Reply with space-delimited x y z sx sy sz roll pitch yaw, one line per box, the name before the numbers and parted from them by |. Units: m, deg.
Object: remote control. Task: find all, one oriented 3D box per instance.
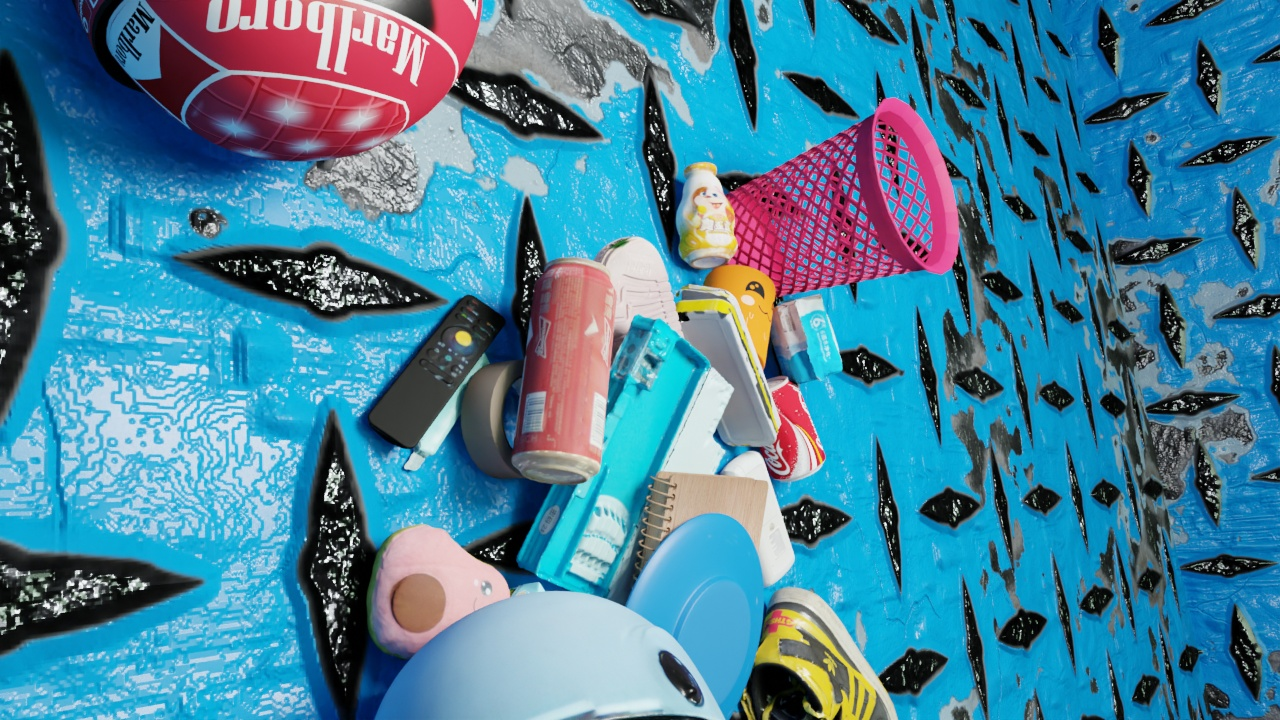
remote control | -0.153 0.006 0.700 0.041 0.020 0.151 36 49 -7
remote control | 0.124 0.166 0.967 0.060 0.026 0.138 -26 100 -50

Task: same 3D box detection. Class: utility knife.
utility knife | -0.147 0.037 0.703 0.022 0.015 0.120 35 51 -12

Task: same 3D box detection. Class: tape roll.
tape roll | -0.100 0.047 0.729 0.093 0.030 0.093 16 71 -57

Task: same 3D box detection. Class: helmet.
helmet | -0.067 0.242 0.586 0.166 0.225 0.265 58 4 38
helmet | -0.228 -0.238 0.560 0.270 0.198 0.224 -1 78 -41

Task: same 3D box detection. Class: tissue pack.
tissue pack | 0.184 -0.025 1.035 0.144 0.062 0.093 -57 130 -89

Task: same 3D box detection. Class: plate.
plate | 0.055 0.245 0.790 0.223 0.024 0.224 -11 104 -50

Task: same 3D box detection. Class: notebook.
notebook | 0.047 0.206 0.815 0.169 0.022 0.210 12 86 -51

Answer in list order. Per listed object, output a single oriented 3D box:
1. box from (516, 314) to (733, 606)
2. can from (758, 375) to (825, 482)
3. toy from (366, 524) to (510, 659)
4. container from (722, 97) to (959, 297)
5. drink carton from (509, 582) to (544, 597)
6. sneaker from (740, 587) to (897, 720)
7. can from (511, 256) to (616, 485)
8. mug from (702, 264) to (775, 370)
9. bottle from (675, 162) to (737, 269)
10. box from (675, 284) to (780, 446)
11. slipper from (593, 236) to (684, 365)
box | 0.007 0.100 0.789 0.182 0.039 0.226 39 72 -47
can | 0.156 0.075 1.002 0.064 0.064 0.105 -32 103 -49
toy | -0.139 0.164 0.643 0.110 0.051 0.090 24 65 -45
container | 0.198 -0.153 0.997 0.183 0.226 0.183 19 64 -45
drink carton | -0.066 0.230 0.713 0.129 0.039 0.044 58 33 -19
sneaker | 0.185 0.358 0.925 0.238 0.086 0.121 60 36 -11
can | -0.057 0.008 0.709 0.067 0.067 0.170 24 62 -43
mug | 0.106 -0.030 0.972 0.112 0.078 0.095 46 47 -43
bottle | 0.068 -0.155 0.977 0.063 0.063 0.108 11 70 -47
box | 0.088 0.008 0.901 0.210 0.066 0.044 64 36 -43
slipper | -0.005 0.005 0.830 0.094 0.064 0.239 -26 115 -35
